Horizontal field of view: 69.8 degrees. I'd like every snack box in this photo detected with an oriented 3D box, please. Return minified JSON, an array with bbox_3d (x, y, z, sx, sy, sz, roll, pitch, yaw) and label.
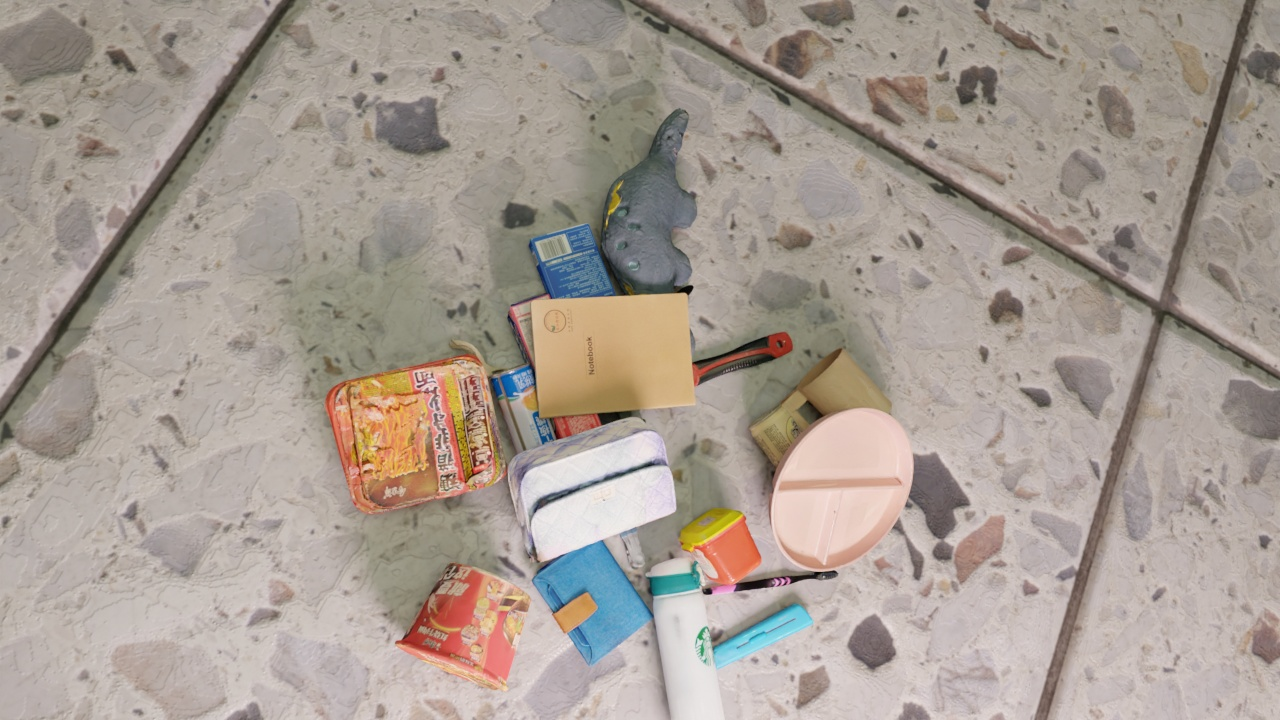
[{"bbox_3d":[0.102,0.237,1.164,0.082,0.091,0.080,-31,93,-18],"label":"snack box"},{"bbox_3d":[-0.108,0.019,1.179,0.058,0.057,0.207,-20,83,-15],"label":"snack box"},{"bbox_3d":[-0.083,-0.099,1.226,0.084,0.026,0.157,-19,83,-16],"label":"snack box"}]

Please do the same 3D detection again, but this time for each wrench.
[{"bbox_3d":[0.089,0.018,1.247,0.273,0.016,0.056,-23,84,-17],"label":"wrench"}]

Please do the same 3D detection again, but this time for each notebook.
[{"bbox_3d":[-0.032,-0.008,1.156,0.207,0.008,0.148,-4,89,-19],"label":"notebook"}]

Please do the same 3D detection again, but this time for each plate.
[{"bbox_3d":[0.259,0.166,1.195,0.229,0.028,0.230,-9,111,-25],"label":"plate"}]

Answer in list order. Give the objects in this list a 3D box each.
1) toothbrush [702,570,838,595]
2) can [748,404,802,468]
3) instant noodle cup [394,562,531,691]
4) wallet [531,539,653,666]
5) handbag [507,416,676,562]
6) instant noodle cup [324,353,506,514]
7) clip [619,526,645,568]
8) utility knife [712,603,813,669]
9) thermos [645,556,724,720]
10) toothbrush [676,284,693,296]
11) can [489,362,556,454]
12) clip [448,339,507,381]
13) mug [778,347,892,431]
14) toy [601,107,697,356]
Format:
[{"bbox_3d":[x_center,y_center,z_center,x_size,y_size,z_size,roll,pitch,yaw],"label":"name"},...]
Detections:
[{"bbox_3d":[0.173,0.292,1.206,0.189,0.018,0.014,-5,85,-13],"label":"toothbrush"},{"bbox_3d":[0.200,0.120,1.228,0.058,0.059,0.116,-36,88,-18],"label":"can"},{"bbox_3d":[-0.198,0.303,1.058,0.138,0.138,0.108,26,65,-7],"label":"instant noodle cup"},{"bbox_3d":[-0.060,0.295,1.140,0.106,0.040,0.133,-33,86,-22],"label":"wallet"},{"bbox_3d":[-0.058,0.157,1.119,0.193,0.075,0.134,-18,114,-17],"label":"handbag"},{"bbox_3d":[-0.267,0.086,1.099,0.188,0.079,0.164,-12,99,-14],"label":"instant noodle cup"},{"bbox_3d":[-0.010,0.238,1.173,0.025,0.031,0.057,-12,76,-18],"label":"clip"},{"bbox_3d":[0.131,0.366,1.179,0.198,0.018,0.034,-22,84,-16],"label":"utility knife"},{"bbox_3d":[0.059,0.356,1.127,0.073,0.073,0.224,-6,76,-15],"label":"thermos"},{"bbox_3d":[0.002,-0.044,1.244,0.188,0.017,0.014,-39,77,-15],"label":"toothbrush"},{"bbox_3d":[-0.142,0.073,1.148,0.053,0.053,0.134,-20,95,-17],"label":"can"},{"bbox_3d":[-0.207,-0.001,1.172,0.103,0.035,0.092,-5,80,-19],"label":"clip"},{"bbox_3d":[0.264,0.062,1.252,0.125,0.084,0.103,-44,92,6],"label":"mug"},{"bbox_3d":[0.015,-0.178,1.234,0.137,0.091,0.356,5,77,-14],"label":"toy"}]
